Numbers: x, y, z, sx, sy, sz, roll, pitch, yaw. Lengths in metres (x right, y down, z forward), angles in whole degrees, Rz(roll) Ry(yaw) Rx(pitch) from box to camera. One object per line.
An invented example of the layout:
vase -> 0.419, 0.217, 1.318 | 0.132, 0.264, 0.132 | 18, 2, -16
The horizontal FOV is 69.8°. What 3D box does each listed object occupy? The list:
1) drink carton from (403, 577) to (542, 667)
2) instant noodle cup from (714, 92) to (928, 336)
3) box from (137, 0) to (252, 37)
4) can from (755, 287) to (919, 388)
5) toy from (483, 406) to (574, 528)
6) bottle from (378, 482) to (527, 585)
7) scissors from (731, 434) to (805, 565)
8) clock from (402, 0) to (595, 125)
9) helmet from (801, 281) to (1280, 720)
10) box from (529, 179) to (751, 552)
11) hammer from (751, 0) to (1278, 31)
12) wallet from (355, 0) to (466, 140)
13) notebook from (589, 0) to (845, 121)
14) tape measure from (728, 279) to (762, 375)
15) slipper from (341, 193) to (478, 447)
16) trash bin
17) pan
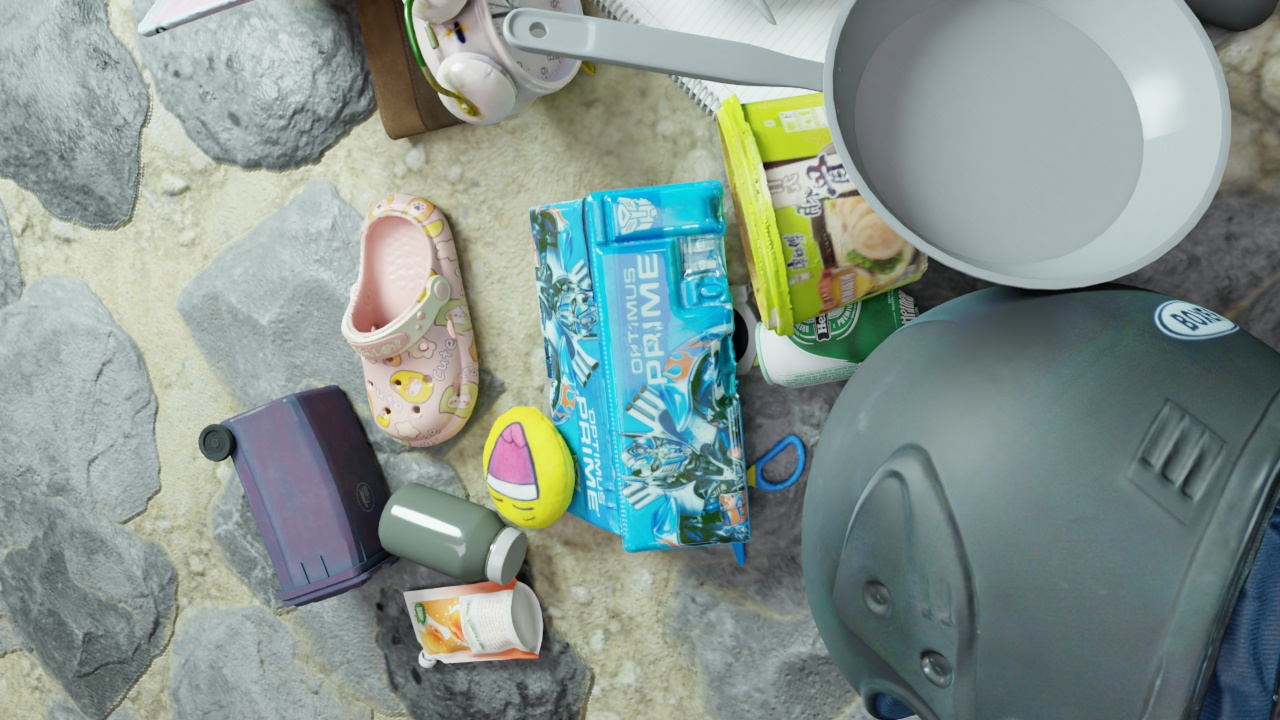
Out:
drink carton -> -0.142, 0.217, 0.754 | 0.122, 0.038, 0.069 | -13, 95, 28
instant noodle cup -> 0.107, -0.094, 0.545 | 0.098, 0.146, 0.146 | -13, 96, 6
box -> -0.198, -0.282, 0.593 | 0.233, 0.039, 0.178 | -14, 51, 11
can -> 0.129, -0.014, 0.596 | 0.101, 0.053, 0.053 | -11, 96, 21
toy -> -0.084, 0.081, 0.691 | 0.096, 0.041, 0.094 | 9, 103, 44
bottle -> -0.147, 0.139, 0.723 | 0.108, 0.060, 0.060 | 16, 105, 16
scissors -> 0.058, 0.084, 0.662 | 0.126, 0.015, 0.127 | -43, 81, 20
clock -> -0.097, -0.213, 0.582 | 0.059, 0.157, 0.117 | -5, 114, 34
helmet -> 0.207, 0.112, 0.496 | 0.236, 0.248, 0.316 | 19, 113, 46
box -> -0.013, 0.007, 0.630 | 0.170, 0.071, 0.243 | -1, 101, 29
hammer -> 0.193, -0.229, 0.507 | 0.311, 0.029, 0.125 | 13, 111, 1
wallet -> -0.155, -0.232, 0.674 | 0.099, 0.026, 0.121 | -9, 96, 19
notebook -> 0.057, -0.273, 0.595 | 0.245, 0.013, 0.178 | 46, 110, 7
tape measure -> 0.055, -0.022, 0.641 | 0.064, 0.016, 0.065 | -5, 99, 21
slipper -> -0.180, -0.027, 0.693 | 0.093, 0.081, 0.197 | 1, 98, 19
trash bin -> -0.267, 0.110, 0.744 | 0.092, 0.093, 0.161 | -21, 91, 13
pan -> 0.112, -0.136, 0.459 | 0.356, 0.051, 0.200 | 6, 77, 0
